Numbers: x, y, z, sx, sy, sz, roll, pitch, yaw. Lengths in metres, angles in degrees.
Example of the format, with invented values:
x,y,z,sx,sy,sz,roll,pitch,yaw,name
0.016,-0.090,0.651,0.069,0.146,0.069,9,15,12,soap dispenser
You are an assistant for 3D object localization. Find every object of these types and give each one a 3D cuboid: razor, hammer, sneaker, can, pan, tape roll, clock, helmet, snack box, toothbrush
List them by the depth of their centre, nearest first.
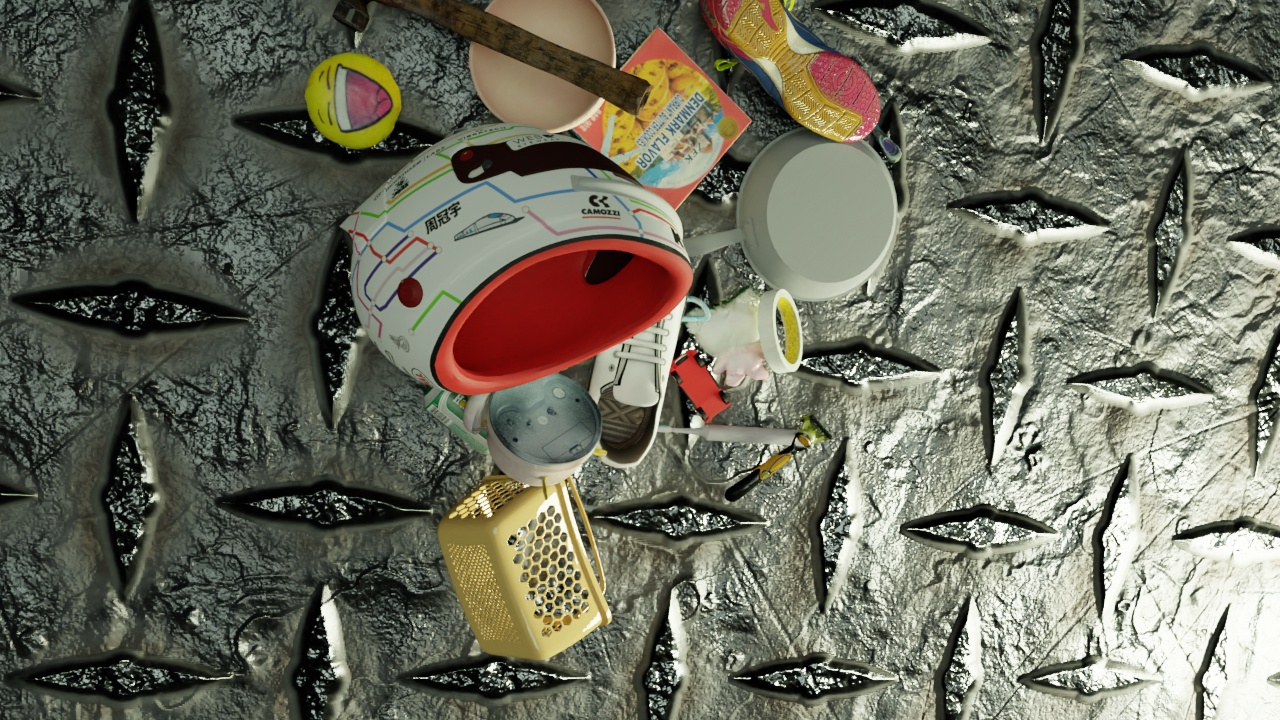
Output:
x,y,z,sx,sy,sz,roll,pitch,yaw,name
-0.127,-0.112,0.886,0.314,0.231,0.235,-24,59,3,helmet
-0.137,-0.325,0.891,0.330,0.033,0.120,26,94,10,hammer
-0.116,0.061,0.949,0.158,0.059,0.116,42,48,15,clock
-0.006,0.006,0.976,0.091,0.097,0.246,12,109,-11,sneaker
-0.185,0.058,0.993,0.101,0.053,0.053,41,89,-14,can
0.163,-0.330,0.994,0.241,0.091,0.116,36,93,-24,sneaker
0.021,-0.254,0.994,0.145,0.040,0.142,41,89,-14,snack box
0.158,-0.033,1.033,0.019,0.093,0.094,-8,103,28,tape roll
0.134,-0.147,1.036,0.356,0.051,0.201,-16,101,-11,pan
0.254,-0.281,1.049,0.044,0.018,0.141,-46,104,-2,razor
0.108,0.086,1.074,0.188,0.019,0.018,5,117,-13,toothbrush
0.157,0.120,1.077,0.144,0.021,0.044,-39,116,11,razor

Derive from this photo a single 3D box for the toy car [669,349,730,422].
x,y,z,sx,sy,sz,roll,pitch,yaw,name
0.067,0.030,1.051,0.038,0.025,0.089,-37,109,-4,toy car

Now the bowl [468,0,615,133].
x,y,z,sx,sy,sz,roll,pitch,yaw,name
-0.091,-0.300,0.936,0.153,0.076,0.153,0,91,12,bowl

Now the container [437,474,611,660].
x,y,z,sx,sy,sz,roll,pitch,yaw,name
-0.113,0.212,1.003,0.166,0.129,0.183,-32,108,-49,container

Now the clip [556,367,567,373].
x,y,z,sx,sy,sz,roll,pitch,yaw,name
-0.103,0.013,1.021,0.045,0.023,0.060,30,86,-13,clip

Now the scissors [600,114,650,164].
x,y,z,sx,sy,sz,roll,pitch,yaw,name
-0.037,-0.197,0.976,0.130,0.014,0.119,-18,117,30,scissors

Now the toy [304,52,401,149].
x,y,z,sx,sy,sz,roll,pitch,yaw,name
-0.291,-0.263,0.929,0.094,0.041,0.095,-1,98,-17,toy

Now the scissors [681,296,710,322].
x,y,z,sx,sy,sz,roll,pitch,yaw,name
0.018,-0.042,1.023,0.130,0.013,0.125,-11,112,8,scissors

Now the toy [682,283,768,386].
x,y,z,sx,sy,sz,roll,pitch,yaw,name
0.106,-0.024,1.044,0.096,0.041,0.109,-19,96,7,toy
